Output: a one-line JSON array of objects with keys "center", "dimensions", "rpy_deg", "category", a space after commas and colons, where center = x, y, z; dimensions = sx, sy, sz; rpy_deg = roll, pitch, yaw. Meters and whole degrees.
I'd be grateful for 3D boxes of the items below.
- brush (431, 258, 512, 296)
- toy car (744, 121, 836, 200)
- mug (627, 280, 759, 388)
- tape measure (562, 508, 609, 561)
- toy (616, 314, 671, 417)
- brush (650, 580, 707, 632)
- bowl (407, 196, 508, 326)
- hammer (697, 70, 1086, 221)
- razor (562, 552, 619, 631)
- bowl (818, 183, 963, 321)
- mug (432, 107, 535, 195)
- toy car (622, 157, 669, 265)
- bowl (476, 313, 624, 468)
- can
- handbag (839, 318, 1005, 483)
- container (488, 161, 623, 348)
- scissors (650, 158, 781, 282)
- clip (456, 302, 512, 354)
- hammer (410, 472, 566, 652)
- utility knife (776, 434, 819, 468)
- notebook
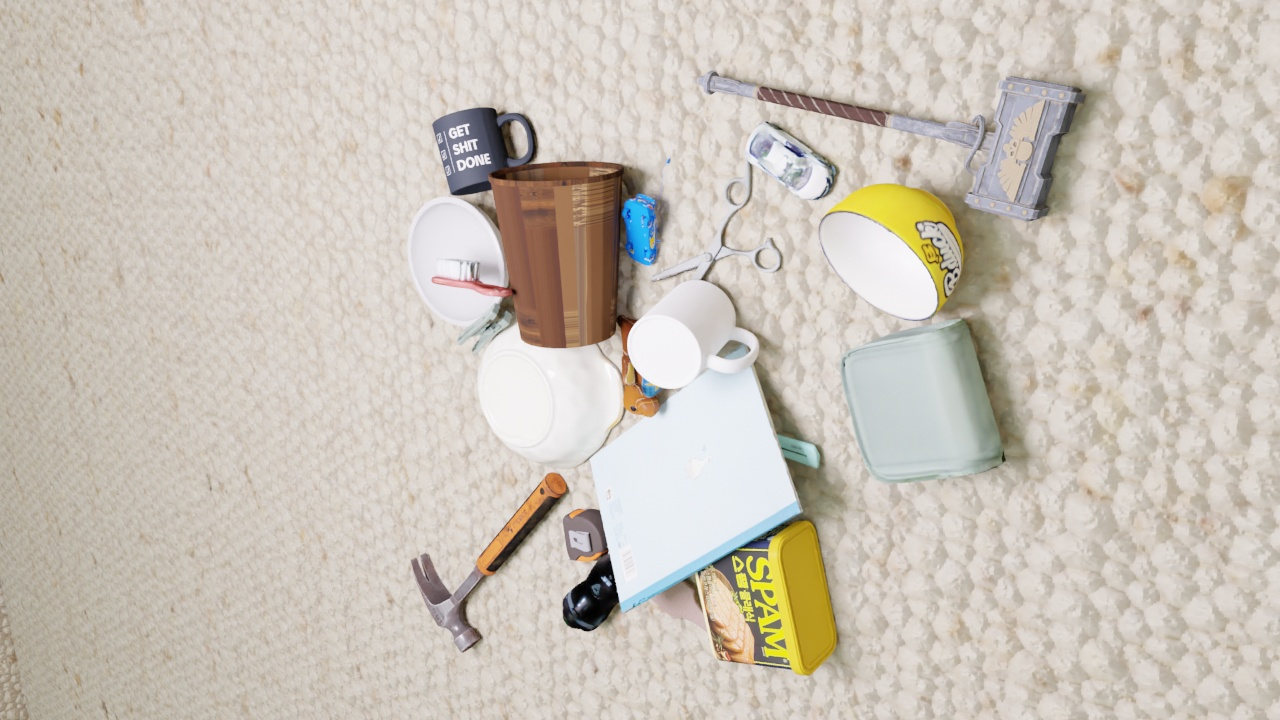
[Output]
[{"center": [-0.178, -0.089, 0.962], "dimensions": [0.172, 0.040, 0.030], "rpy_deg": [17, 107, 57], "category": "brush"}, {"center": [0.130, -0.175, 0.811], "dimensions": [0.090, 0.027, 0.039], "rpy_deg": [41, 120, 21], "category": "toy car"}, {"center": [0.057, -0.020, 0.860], "dimensions": [0.110, 0.090, 0.074], "rpy_deg": [19, 123, 18], "category": "mug"}, {"center": [-0.060, 0.201, 1.041], "dimensions": [0.059, 0.038, 0.058], "rpy_deg": [0, 102, 36], "category": "tape measure"}, {"center": [-0.006, 0.006, 0.955], "dimensions": [0.103, 0.070, 0.090], "rpy_deg": [53, 143, 41], "category": "toy"}, {"center": [0.055, 0.267, 0.992], "dimensions": [0.136, 0.015, 0.050], "rpy_deg": [37, 122, 16], "category": "brush"}, {"center": [-0.201, -0.116, 1.056], "dimensions": [0.150, 0.043, 0.150], "rpy_deg": [12, 112, 31], "category": "bowl"}, {"center": [0.182, -0.203, 0.757], "dimensions": [0.322, 0.044, 0.099], "rpy_deg": [23, 114, 31], "category": "hammer"}, {"center": [-0.046, 0.256, 1.025], "dimensions": [0.053, 0.063, 0.141], "rpy_deg": [45, 134, 13], "category": "razor"}, {"center": [0.209, -0.096, 0.737], "dimensions": [0.117, 0.067, 0.117], "rpy_deg": [42, 165, 13], "category": "bowl"}, {"center": [-0.165, -0.230, 0.993], "dimensions": [0.105, 0.071, 0.077], "rpy_deg": [-14, 94, 11], "category": "mug"}, {"center": [0.013, -0.147, 0.914], "dimensions": [0.033, 0.061, 0.092], "rpy_deg": [28, 147, 26], "category": "toy car"}, {"center": [-0.122, 0.038, 1.030], "dimensions": [0.220, 0.060, 0.188], "rpy_deg": [3, 104, 35], "category": "bowl"}, {"center": [0.119, 0.228, 0.897], "dimensions": [0.105, 0.075, 0.135], "rpy_deg": [-8, 97, 40], "category": "can"}, {"center": [0.236, 0.035, 0.763], "dimensions": [0.106, 0.067, 0.122], "rpy_deg": [-14, 93, 46], "category": "handbag"}, {"center": [-0.079, -0.107, 0.926], "dimensions": [0.132, 0.131, 0.167], "rpy_deg": [11, 114, 34], "category": "container"}, {"center": [0.069, -0.116, 0.880], "dimensions": [0.142, 0.014, 0.158], "rpy_deg": [5, 105, 32], "category": "scissors"}, {"center": [-0.176, -0.034, 1.032], "dimensions": [0.042, 0.023, 0.076], "rpy_deg": [38, 128, -21], "category": "clip"}, {"center": [-0.189, 0.233, 1.148], "dimensions": [0.138, 0.034, 0.315], "rpy_deg": [50, 124, 15], "category": "hammer"}, {"center": [0.103, 0.073, 0.907], "dimensions": [0.166, 0.015, 0.022], "rpy_deg": [16, 112, 36], "category": "utility knife"}, {"center": [0.042, 0.122, 0.917], "dimensions": [0.254, 0.009, 0.180], "rpy_deg": [-39, 52, 36], "category": "notebook"}]
